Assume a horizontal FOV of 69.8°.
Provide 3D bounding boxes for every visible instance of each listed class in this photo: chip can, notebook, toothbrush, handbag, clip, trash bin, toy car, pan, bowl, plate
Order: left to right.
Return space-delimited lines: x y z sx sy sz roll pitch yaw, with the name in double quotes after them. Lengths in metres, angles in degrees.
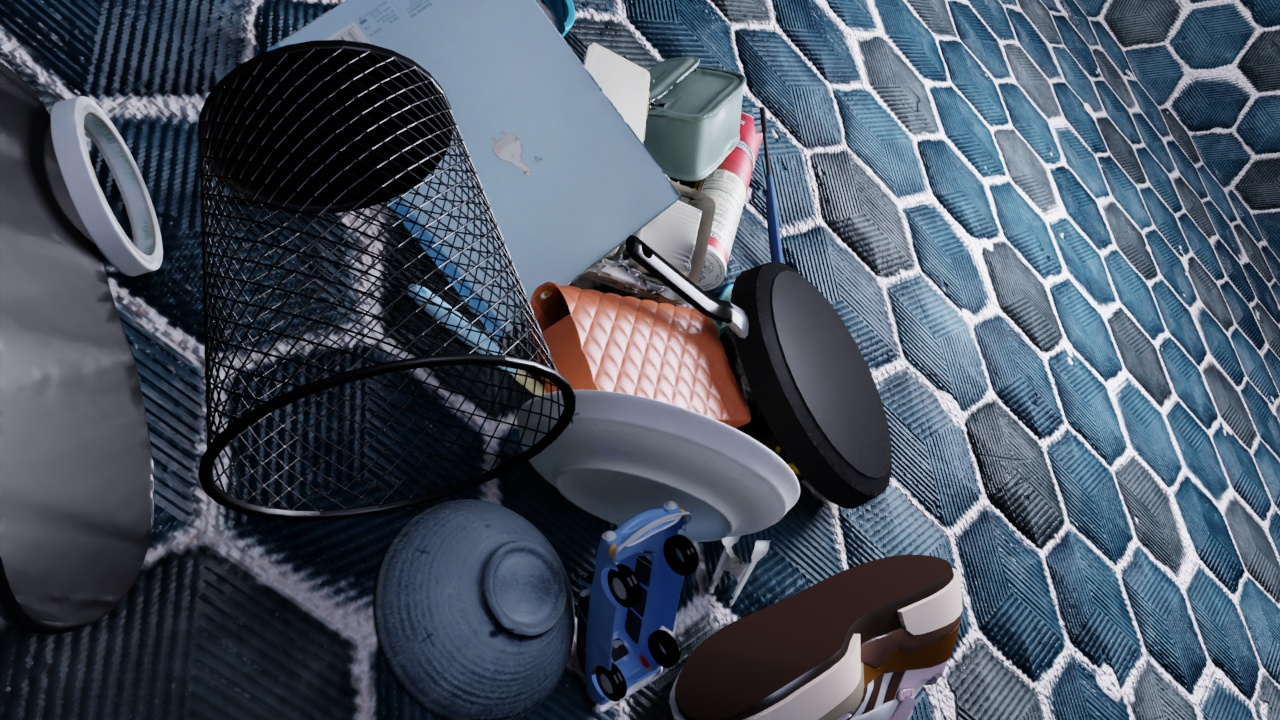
-0.152 -0.046 0.504 0.183 0.185 0.210 3 58 -41 "trash bin"
-0.113 -0.167 0.658 0.181 0.009 0.253 -39 96 -14 "notebook"
-0.098 -0.003 0.638 0.155 0.016 0.022 39 55 -18 "toothbrush"
-0.081 0.139 0.539 0.137 0.057 0.136 22 53 -32 "bowl"
-0.102 -0.355 0.841 0.120 0.030 0.130 7 62 -35 "clip"
-0.007 0.147 0.552 0.056 0.154 0.055 -20 43 -35 "toy car"
-0.004 0.004 0.679 0.171 0.060 0.108 6 62 -50 "handbag"
0.005 0.076 0.571 0.182 0.183 0.034 31 61 -26 "plate"
0.032 -0.225 0.834 0.106 0.067 0.121 19 42 18 "handbag"
0.066 -0.030 0.805 0.022 0.017 0.134 42 45 -11 "toothbrush"
0.073 -0.155 0.862 0.052 0.052 0.214 37 46 -20 "chip can"
0.079 0.153 0.672 0.102 0.052 0.059 38 62 -72 "clip"
0.125 -0.161 0.894 0.014 0.014 0.168 -57 140 -77 "toothbrush"
0.112 -0.011 0.750 0.356 0.034 0.224 34 39 -41 "pan"

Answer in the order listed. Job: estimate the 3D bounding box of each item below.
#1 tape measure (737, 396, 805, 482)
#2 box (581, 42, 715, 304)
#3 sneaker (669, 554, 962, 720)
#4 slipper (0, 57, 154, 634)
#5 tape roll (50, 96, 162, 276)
0.114 0.069 0.773 0.072 0.042 0.071 18 49 -29 "tape measure"
-0.005 -0.147 0.733 0.143 0.044 0.184 19 83 -32 "box"
0.137 0.239 0.663 0.293 0.112 0.116 -12 95 -46 "sneaker"
-0.302 -0.005 0.416 0.109 0.083 0.265 7 68 -86 "slipper"
-0.276 -0.090 0.478 0.013 0.093 0.093 -19 77 -10 "tape roll"
